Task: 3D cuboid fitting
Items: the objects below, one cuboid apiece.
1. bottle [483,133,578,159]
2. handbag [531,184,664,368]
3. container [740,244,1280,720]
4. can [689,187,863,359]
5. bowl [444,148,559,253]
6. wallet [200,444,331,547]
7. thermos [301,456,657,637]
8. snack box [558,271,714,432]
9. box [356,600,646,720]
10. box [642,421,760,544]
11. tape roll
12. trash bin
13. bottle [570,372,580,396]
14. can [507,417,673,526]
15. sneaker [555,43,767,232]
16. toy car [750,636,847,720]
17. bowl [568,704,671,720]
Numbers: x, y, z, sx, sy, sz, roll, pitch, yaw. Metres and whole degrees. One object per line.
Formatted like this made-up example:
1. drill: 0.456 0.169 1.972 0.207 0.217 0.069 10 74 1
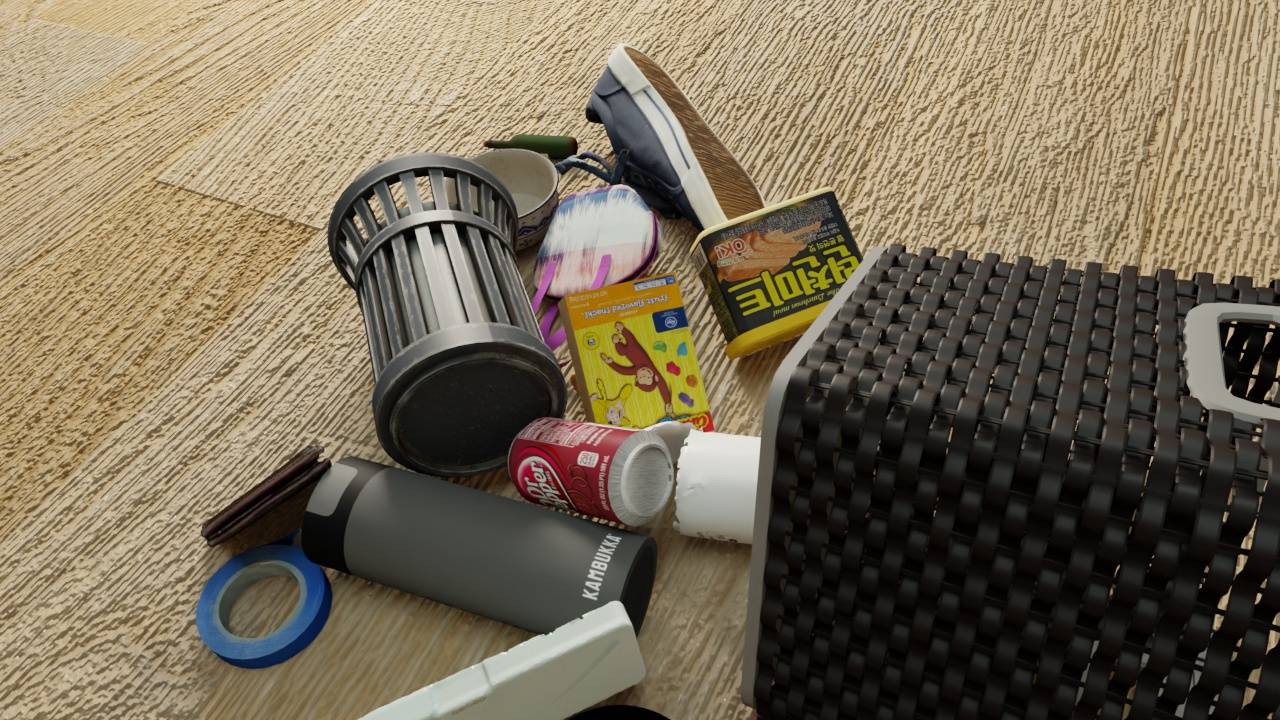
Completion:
1. bottle: -0.121 -0.234 1.000 0.106 0.025 0.025 6 50 12
2. handbag: -0.054 -0.069 0.821 0.145 0.068 0.169 -2 54 40
3. container: 0.213 0.088 0.500 0.244 0.246 0.246 14 31 23
4. can: 0.119 -0.073 0.768 0.130 0.073 0.101 -20 83 -10
5. bowl: -0.133 -0.150 0.906 0.115 0.059 0.115 -4 49 4
6. wallet: -0.280 0.100 0.683 0.099 0.120 0.031 -38 98 -22
7. thermos: -0.115 0.133 0.642 0.241 0.082 0.082 12 52 17
8. snack box: -0.004 0.004 0.713 0.088 0.040 0.126 -13 88 -13
9. box: -0.089 0.214 0.533 0.197 0.136 0.043 -21 54 -11
10. box: 0.053 0.086 0.665 0.161 0.081 0.091 3 73 12
11. tape roll: -0.273 0.177 0.668 0.091 0.016 0.093 -27 51 -15
12. trash bin: -0.153 -0.033 0.731 0.164 0.164 0.227 -18 48 -8
13. bottle: -0.011 -0.009 0.766 0.063 0.063 0.108 30 60 29
14. can: -0.036 0.075 0.635 0.114 0.063 0.063 4 45 42
15. sneaker: 0.017 -0.182 0.909 0.120 0.127 0.294 9 41 -46
16. toy car: 0.090 0.235 0.539 0.070 0.062 0.169 15 53 19
17. bowl: -0.018 0.256 0.542 0.124 0.053 0.123 -4 49 4
